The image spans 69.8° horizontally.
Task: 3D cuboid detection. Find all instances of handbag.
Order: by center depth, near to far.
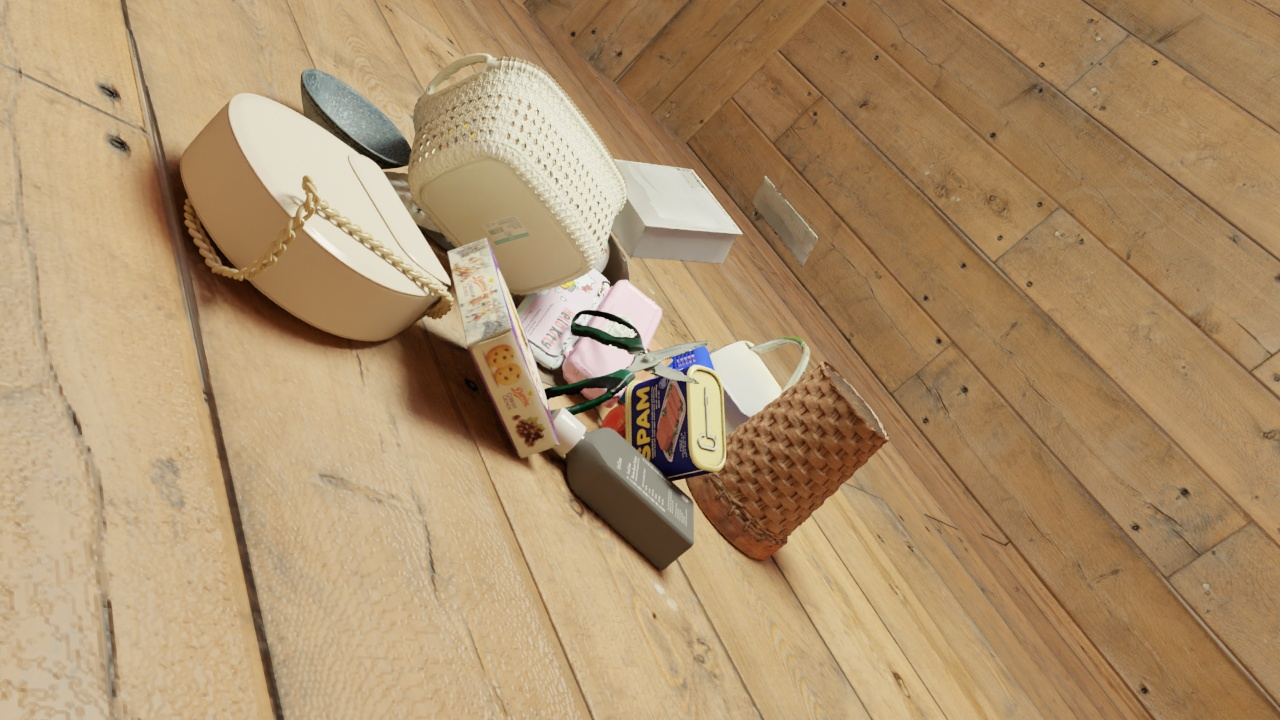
[{"bbox_3d":[-0.257,-0.119,0.751,0.210,0.103,0.208,55,15,21],"label":"handbag"},{"bbox_3d":[0.165,0.029,1.313,0.074,0.176,0.151,27,27,-45],"label":"handbag"}]

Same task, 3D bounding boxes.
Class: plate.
[{"bbox_3d":[-0.248,-0.182,1.015,0.104,0.026,0.104,33,16,-11],"label":"plate"}]

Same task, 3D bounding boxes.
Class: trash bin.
[{"bbox_3d":[0.179,0.115,1.092,0.151,0.210,0.151,43,17,-17],"label":"trash bin"}]

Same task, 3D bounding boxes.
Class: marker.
[{"bbox_3d":[-0.200,-0.118,1.038,0.138,0.016,0.022,37,34,-26],"label":"marker"}]

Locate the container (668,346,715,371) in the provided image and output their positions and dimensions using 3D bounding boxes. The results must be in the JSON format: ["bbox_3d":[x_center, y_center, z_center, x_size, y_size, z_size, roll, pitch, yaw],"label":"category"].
[{"bbox_3d":[0.073,0.031,1.227,0.114,0.058,0.096,-85,155,-72],"label":"container"}]

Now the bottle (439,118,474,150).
[{"bbox_3d":[-0.201,-0.248,1.266,0.186,0.053,0.053,46,17,-3],"label":"bottle"}]

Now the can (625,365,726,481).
[{"bbox_3d":[0.036,0.068,0.954,0.056,0.092,0.116,16,65,-41],"label":"can"}]

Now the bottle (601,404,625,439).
[{"bbox_3d":[0.007,0.092,1.016,0.109,0.044,0.044,38,19,-30],"label":"bottle"}]

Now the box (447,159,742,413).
[{"bbox_3d":[-0.071,-0.107,1.333,0.173,0.423,0.167,26,27,-46],"label":"box"}]

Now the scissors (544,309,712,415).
[{"bbox_3d":[-0.032,-0.007,0.960,0.202,0.201,0.015,-123,-160,-54],"label":"scissors"}]

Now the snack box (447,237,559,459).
[{"bbox_3d":[-0.124,-0.011,0.825,0.148,0.040,0.143,-114,-175,-48],"label":"snack box"}]

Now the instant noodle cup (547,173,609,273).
[{"bbox_3d":[-0.107,-0.162,1.210,0.121,0.124,0.123,39,16,-55],"label":"instant noodle cup"}]

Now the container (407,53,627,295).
[{"bbox_3d":[-0.135,-0.189,0.991,0.246,0.185,0.142,48,37,-41],"label":"container"}]

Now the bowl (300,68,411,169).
[{"bbox_3d":[-0.310,-0.235,0.961,0.137,0.057,0.137,42,17,-16],"label":"bowl"}]

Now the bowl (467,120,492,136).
[{"bbox_3d":[-0.228,-0.314,1.349,0.110,0.055,0.110,43,17,-17],"label":"bowl"}]

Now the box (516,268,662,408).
[{"bbox_3d":[-0.059,-0.045,1.066,0.152,0.038,0.200,40,37,-10],"label":"box"}]

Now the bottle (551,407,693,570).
[{"bbox_3d":[-0.024,0.114,0.882,0.174,0.046,0.083,43,17,-12],"label":"bottle"}]

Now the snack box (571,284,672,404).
[{"bbox_3d":[-0.039,-0.027,1.131,0.151,0.034,0.087,47,43,3],"label":"snack box"}]
